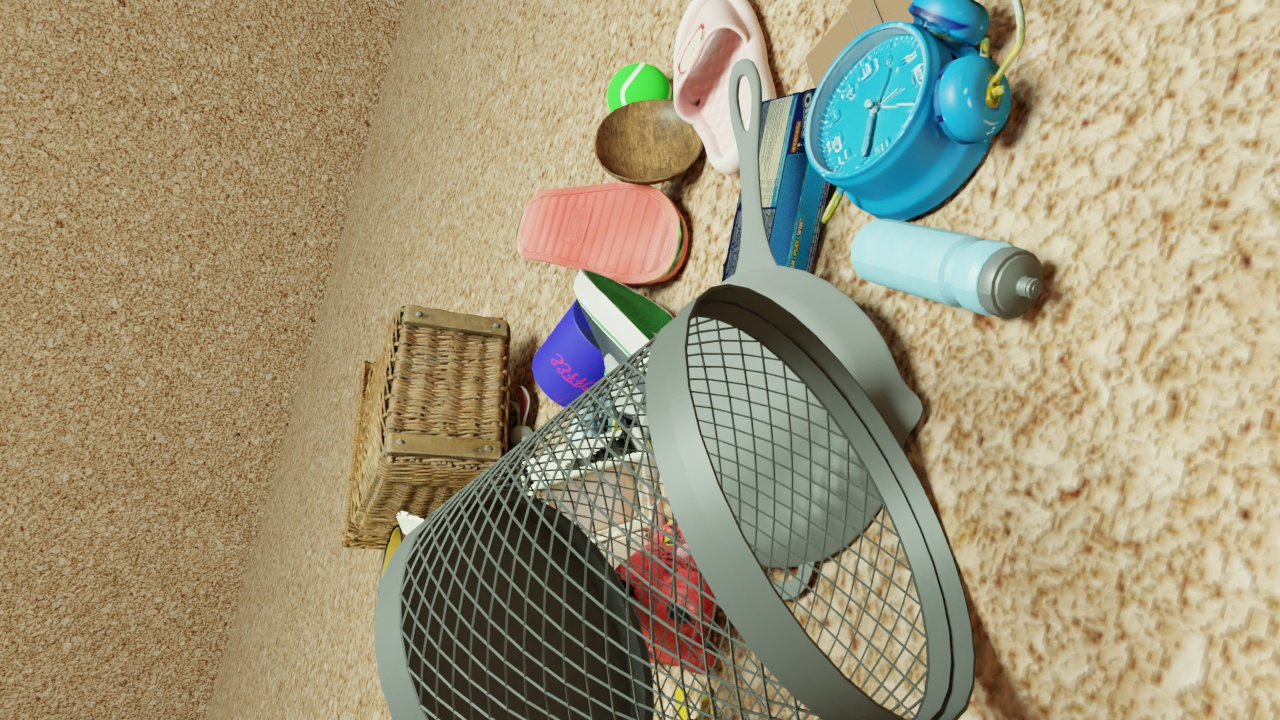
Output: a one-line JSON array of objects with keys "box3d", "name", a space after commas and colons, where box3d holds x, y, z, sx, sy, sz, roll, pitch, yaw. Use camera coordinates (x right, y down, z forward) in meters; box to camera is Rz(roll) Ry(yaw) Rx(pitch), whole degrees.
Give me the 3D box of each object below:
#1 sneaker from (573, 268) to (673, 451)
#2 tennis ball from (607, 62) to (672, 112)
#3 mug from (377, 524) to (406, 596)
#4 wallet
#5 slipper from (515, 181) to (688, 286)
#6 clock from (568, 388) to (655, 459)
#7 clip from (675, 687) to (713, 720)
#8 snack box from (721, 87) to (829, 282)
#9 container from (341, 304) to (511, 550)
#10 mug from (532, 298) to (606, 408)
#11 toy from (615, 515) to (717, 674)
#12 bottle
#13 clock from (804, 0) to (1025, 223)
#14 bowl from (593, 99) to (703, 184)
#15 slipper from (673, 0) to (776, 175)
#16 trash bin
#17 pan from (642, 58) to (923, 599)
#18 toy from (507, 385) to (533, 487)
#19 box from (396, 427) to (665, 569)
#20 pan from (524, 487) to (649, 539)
[{"box3d": [-0.004, 0.004, 0.746, 0.079, 0.084, 0.235, -60, 40, 19], "name": "sneaker"}, {"box3d": [-0.001, -0.261, 0.911, 0.066, 0.065, 0.065, -37, 45, 49], "name": "tennis ball"}, {"box3d": [-0.209, 0.215, 0.935, 0.123, 0.094, 0.101, -112, 40, -52], "name": "mug"}, {"box3d": [0.166, -0.226, 0.643, 0.121, 0.013, 0.087, -44, 45, 44], "name": "wallet"}, {"box3d": [-0.033, -0.123, 0.906, 0.249, 0.059, 0.103, 18, 90, 48], "name": "slipper"}, {"box3d": [-0.030, 0.073, 0.802, 0.119, 0.057, 0.083, -35, 47, 50], "name": "clock"}, {"box3d": [0.036, 0.255, 0.631, 0.049, 0.044, 0.054, 72, -172, -54], "name": "clip"}, {"box3d": [0.104, -0.120, 0.677, 0.082, 0.027, 0.150, 18, 97, 61], "name": "snack box"}, {"box3d": [-0.232, 0.068, 1.034, 0.184, 0.162, 0.249, 122, 150, -50], "name": "container"}, {"box3d": [-0.042, -0.017, 0.861, 0.084, 0.079, 0.111, -49, 9, 40], "name": "mug"}, {"box3d": [0.026, 0.173, 0.662, 0.093, 0.088, 0.133, -54, -15, -44], "name": "toy"}, {"box3d": [0.171, -0.052, 0.514, 0.130, 0.040, 0.040, 33, 105, 61], "name": "bottle"}, {"box3d": [0.167, -0.159, 0.556, 0.162, 0.060, 0.116, -40, 43, 45], "name": "clock"}, {"box3d": [0.009, -0.197, 0.855, 0.026, 0.102, 0.114, 79, -170, -53], "name": "bowl"}, {"box3d": [0.065, -0.244, 0.795, 0.107, 0.055, 0.221, -53, 35, 38], "name": "slipper"}, {"box3d": [0.009, 0.114, 0.475, 0.228, 0.217, 0.217, -34, 45, 28], "name": "trash bin"}, {"box3d": [0.072, -0.025, 0.595, 0.217, 0.024, 0.354, -7, 83, 43], "name": "pan"}, {"box3d": [-0.132, 0.085, 1.011, 0.049, 0.030, 0.111, 117, 154, -52], "name": "toy"}, {"box3d": [-0.065, 0.143, 0.657, 0.070, 0.186, 0.144, -118, 15, -53], "name": "box"}, {"box3d": [-0.086, 0.188, 0.867, 0.358, 0.055, 0.187, -37, 45, 55], "name": "pan"}]
